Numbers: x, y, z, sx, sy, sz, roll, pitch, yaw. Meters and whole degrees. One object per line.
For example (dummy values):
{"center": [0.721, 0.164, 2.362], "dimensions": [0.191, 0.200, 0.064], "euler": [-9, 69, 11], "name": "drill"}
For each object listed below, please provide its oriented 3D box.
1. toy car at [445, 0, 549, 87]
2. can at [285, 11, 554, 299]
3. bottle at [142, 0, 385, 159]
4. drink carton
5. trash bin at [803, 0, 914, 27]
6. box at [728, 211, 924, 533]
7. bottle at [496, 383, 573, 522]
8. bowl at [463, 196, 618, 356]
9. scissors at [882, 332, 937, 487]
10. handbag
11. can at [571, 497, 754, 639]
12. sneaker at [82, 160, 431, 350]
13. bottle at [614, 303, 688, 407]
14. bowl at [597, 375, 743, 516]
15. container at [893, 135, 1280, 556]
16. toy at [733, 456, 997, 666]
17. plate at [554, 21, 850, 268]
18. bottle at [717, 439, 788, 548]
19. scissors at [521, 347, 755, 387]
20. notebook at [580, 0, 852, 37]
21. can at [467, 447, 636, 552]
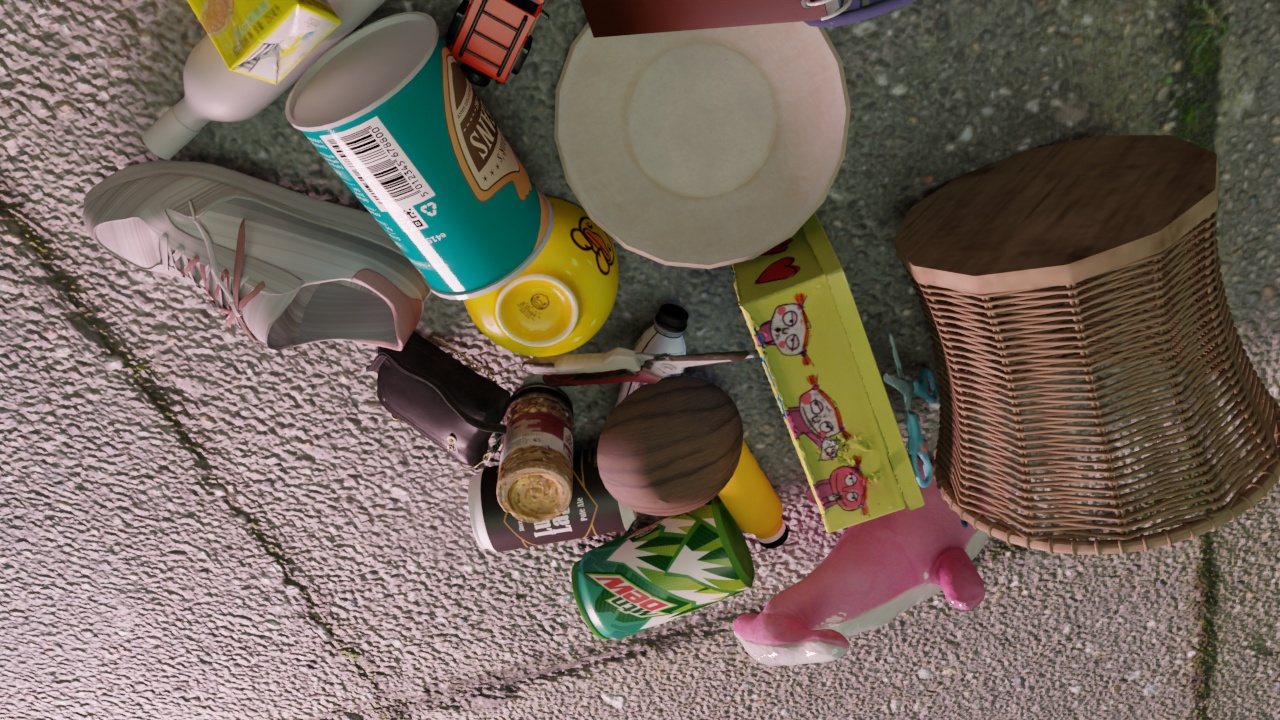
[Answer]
{"center": [-0.081, -0.217, 0.557], "dimensions": [0.051, 0.048, 0.100], "euler": [24, 118, -18], "name": "toy car"}
{"center": [-0.130, -0.122, 0.566], "dimensions": [0.099, 0.099, 0.144], "euler": [-22, 136, 11], "name": "can"}
{"center": [-0.233, -0.190, 0.563], "dimensions": [0.195, 0.052, 0.052], "euler": [-33, 119, 17], "name": "bottle"}
{"center": [-0.230, -0.227, 0.507], "dimensions": [0.059, 0.042, 0.134], "euler": [-34, 84, 18], "name": "drink carton"}
{"center": [0.094, -0.315, 0.453], "dimensions": [0.139, 0.139, 0.249], "euler": [-27, 119, 13], "name": "trash bin"}
{"center": [0.132, 0.005, 0.672], "dimensions": [0.079, 0.124, 0.221], "euler": [-19, 120, 8], "name": "box"}
{"center": [-0.080, 0.070, 0.709], "dimensions": [0.056, 0.105, 0.056], "euler": [-2, 123, -3], "name": "bottle"}
{"center": [-0.072, -0.050, 0.654], "dimensions": [0.117, 0.067, 0.117], "euler": [-2, 123, -3], "name": "bowl"}
{"center": [0.213, 0.024, 0.708], "dimensions": [0.015, 0.117, 0.139], "euler": [0, 124, 30], "name": "scissors"}
{"center": [-0.156, 0.032, 0.695], "dimensions": [0.128, 0.054, 0.079], "euler": [31, 128, 15], "name": "handbag"}
{"center": [0.019, 0.184, 0.802], "dimensions": [0.144, 0.083, 0.083], "euler": [-25, 121, 12], "name": "can"}
{"center": [-0.257, -0.057, 0.615], "dimensions": [0.236, 0.089, 0.099], "euler": [11, 138, -11], "name": "sneaker"}
{"center": [0.010, 0.010, 0.714], "dimensions": [0.041, 0.041, 0.116], "euler": [12, 121, -11], "name": "bottle"}
{"center": [0.029, 0.073, 0.700], "dimensions": [0.119, 0.032, 0.119], "euler": [-6, 113, -15], "name": "bowl"}
{"center": [0.290, -0.020, 0.615], "dimensions": [0.227, 0.226, 0.196], "euler": [-20, 115, 9], "name": "container"}
{"center": [0.188, 0.156, 0.770], "dimensions": [0.265, 0.187, 0.128], "euler": [-27, 92, -22], "name": "toy"}
{"center": [0.039, -0.156, 0.599], "dimensions": [0.189, 0.027, 0.189], "euler": [2, 108, 6], "name": "plate"}
{"center": [0.085, 0.104, 0.778], "dimensions": [0.043, 0.043, 0.144], "euler": [-26, 121, 13], "name": "bottle"}
{"center": [-0.003, 0.007, 0.668], "dimensions": [0.189, 0.015, 0.140], "euler": [10, 158, 10], "name": "scissors"}
{"center": [0.007, -0.267, 0.454], "dimensions": [0.172, 0.022, 0.209], "euler": [12, 139, 38], "name": "notebook"}
{"center": [-0.071, 0.114, 0.758], "dimensions": [0.128, 0.071, 0.072], "euler": [-10, 123, 3], "name": "can"}
